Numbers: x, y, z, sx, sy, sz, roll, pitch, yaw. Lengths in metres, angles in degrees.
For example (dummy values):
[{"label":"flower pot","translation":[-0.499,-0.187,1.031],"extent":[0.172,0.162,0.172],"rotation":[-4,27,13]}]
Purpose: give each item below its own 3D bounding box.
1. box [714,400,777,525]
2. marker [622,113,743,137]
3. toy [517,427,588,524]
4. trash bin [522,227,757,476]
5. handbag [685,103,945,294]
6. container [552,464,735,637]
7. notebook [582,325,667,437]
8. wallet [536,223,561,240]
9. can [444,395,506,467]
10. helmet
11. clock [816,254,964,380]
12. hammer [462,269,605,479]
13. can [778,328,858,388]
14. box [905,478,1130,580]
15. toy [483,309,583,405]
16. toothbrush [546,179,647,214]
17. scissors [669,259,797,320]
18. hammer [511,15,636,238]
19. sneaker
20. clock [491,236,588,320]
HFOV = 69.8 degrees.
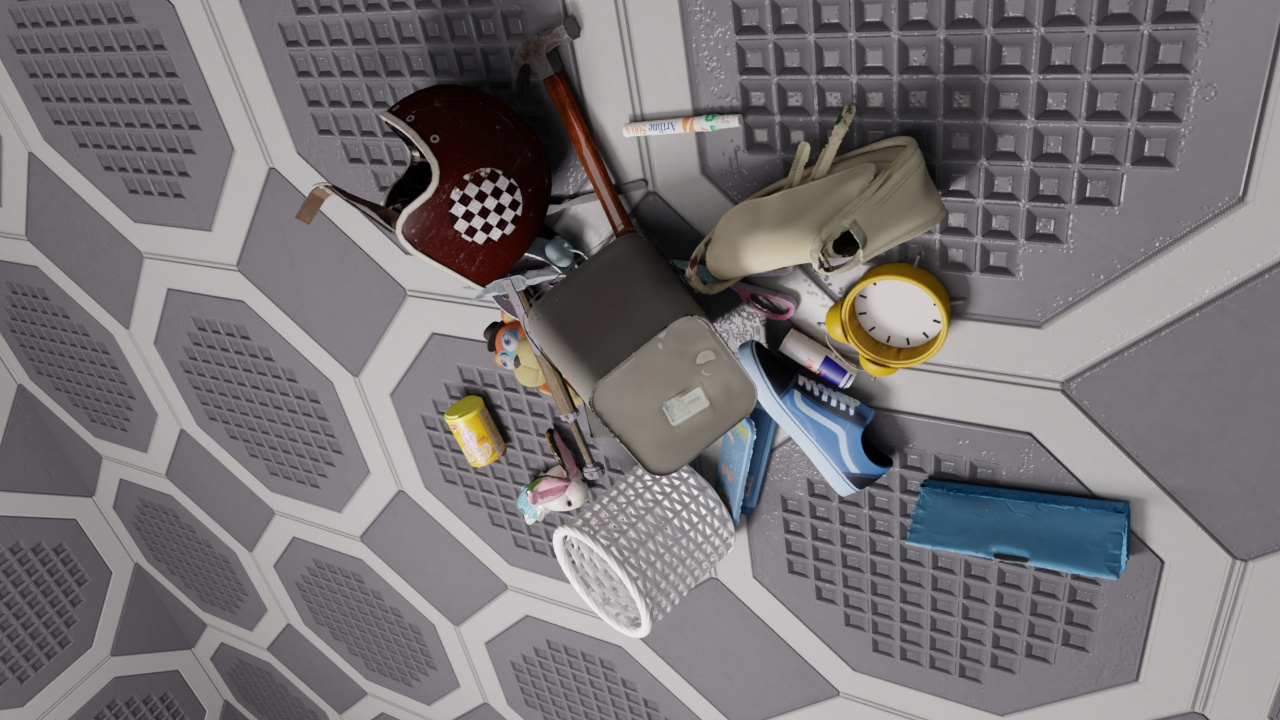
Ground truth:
[{"label":"box","translation":[0.132,0.144,1.251],"extent":[0.069,0.063,0.210],"rotation":[24,134,20]},{"label":"marker","translation":[0.045,-0.261,1.019],"extent":[0.146,0.017,0.017],"rotation":[4,126,32]},{"label":"toy","translation":[-0.140,0.218,1.473],"extent":[0.105,0.130,0.206],"rotation":[22,142,-4]},{"label":"trash bin","translation":[0.005,-0.005,1.040],"extent":[0.197,0.197,0.220],"rotation":[51,-179,-30]},{"label":"handbag","translation":[0.162,-0.154,0.923],"extent":[0.230,0.183,0.132],"rotation":[-7,118,56]},{"label":"container","translation":[0.006,0.259,1.304],"extent":[0.189,0.186,0.190],"rotation":[35,146,28]},{"label":"notebook","translation":[-0.007,0.007,1.218],"extent":[0.170,0.029,0.209],"rotation":[-5,121,12]},{"label":"wallet","translation":[-0.156,-0.139,1.248],"extent":[0.072,0.019,0.123],"rotation":[33,136,2]},{"label":"can","translation":[-0.268,0.116,1.492],"extent":[0.068,0.067,0.105],"rotation":[-3,122,35]},{"label":"helmet","translation":[-0.234,-0.200,1.093],"extent":[0.233,0.253,0.233],"rotation":[32,-177,-26]},{"label":"clock","translation":[0.274,-0.043,1.017],"extent":[0.113,0.051,0.152],"rotation":[44,131,-4]},{"label":"hammer","translation":[-0.111,0.026,1.229],"extent":[0.147,0.028,0.317],"rotation":[-10,114,28]},{"label":"can","translation":[0.213,-0.002,1.101],"extent":[0.095,0.032,0.032],"rotation":[31,135,9]},{"label":"box","translation":[0.436,0.214,1.068],"extent":[0.232,0.109,0.094],"rotation":[5,125,31]},{"label":"toy","translation":[-0.141,-0.011,1.296],"extent":[0.176,0.096,0.112],"rotation":[29,126,25]},{"label":"toothbrush","translation":[-0.061,-0.203,1.141],"extent":[0.168,0.013,0.013],"rotation":[-7,119,36]},{"label":"scissors","translation":[0.108,-0.113,1.101],"extent":[0.179,0.016,0.108],"rotation":[22,134,23]},{"label":"hammer","translation":[-0.060,-0.241,1.087],"extent":[0.111,0.028,0.301],"rotation":[-10,114,40]},{"label":"sneaker","translation":[0.222,0.053,1.118],"extent":[0.098,0.083,0.241],"rotation":[-35,103,27]},{"label":"clock","translation":[-0.130,-0.108,1.214],"extent":[0.160,0.045,0.122],"rotation":[-13,127,28]}]
